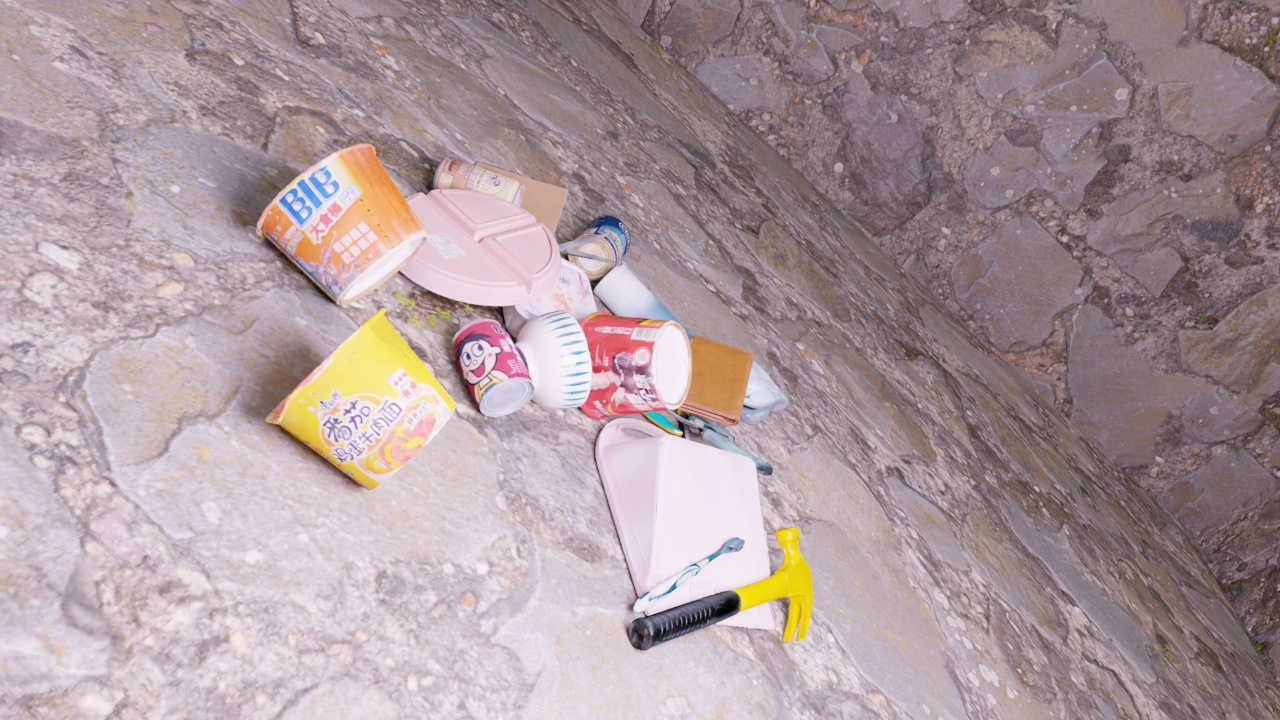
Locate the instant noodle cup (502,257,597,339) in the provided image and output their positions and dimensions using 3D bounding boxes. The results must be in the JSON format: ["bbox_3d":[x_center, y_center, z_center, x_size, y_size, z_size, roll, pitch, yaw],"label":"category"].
[{"bbox_3d":[-0.127,-0.075,1.206,0.138,0.060,0.173,24,31,-33],"label":"instant noodle cup"}]

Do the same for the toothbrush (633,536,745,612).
[{"bbox_3d":[0.057,0.229,0.991,0.191,0.018,0.016,-20,106,-47],"label":"toothbrush"}]

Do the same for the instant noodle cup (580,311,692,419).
[{"bbox_3d":[-0.007,0.007,1.130,0.137,0.109,0.138,1,89,-61],"label":"instant noodle cup"}]

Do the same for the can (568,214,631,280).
[{"bbox_3d":[-0.063,-0.176,1.428,0.075,0.075,0.111,40,27,-6],"label":"can"}]

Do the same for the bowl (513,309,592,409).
[{"bbox_3d":[-0.112,0.003,1.063,0.066,0.117,0.116,-11,55,-31],"label":"bowl"}]

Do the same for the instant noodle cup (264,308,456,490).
[{"bbox_3d":[-0.239,0.040,0.807,0.110,0.138,0.137,47,25,-12],"label":"instant noodle cup"}]

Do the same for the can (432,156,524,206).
[{"bbox_3d":[-0.224,-0.238,1.274,0.116,0.059,0.058,20,29,-1],"label":"can"}]

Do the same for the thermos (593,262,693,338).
[{"bbox_3d":[0.026,-0.047,1.373,0.220,0.070,0.070,46,26,6],"label":"thermos"}]

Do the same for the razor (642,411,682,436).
[{"bbox_3d":[0.007,0.056,1.233,0.132,0.028,0.043,47,1,16],"label":"razor"}]

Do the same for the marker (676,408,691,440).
[{"bbox_3d":[0.061,0.089,1.280,0.018,0.015,0.124,38,28,-31],"label":"marker"}]

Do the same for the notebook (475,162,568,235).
[{"bbox_3d":[-0.191,-0.232,1.352,0.149,0.012,0.211,17,31,-7],"label":"notebook"}]

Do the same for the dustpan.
[{"bbox_3d":[0.043,0.192,1.106,0.222,0.139,0.273,23,61,-39],"label":"dustpan"}]

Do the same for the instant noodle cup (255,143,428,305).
[{"bbox_3d":[-0.304,-0.137,0.962,0.111,0.152,0.151,50,26,-5],"label":"instant noodle cup"}]

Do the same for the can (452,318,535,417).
[{"bbox_3d":[-0.165,0.007,1.021,0.066,0.067,0.093,9,42,-49],"label":"can"}]

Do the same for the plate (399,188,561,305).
[{"bbox_3d":[-0.207,-0.150,1.151,0.229,0.028,0.229,13,39,-11],"label":"plate"}]

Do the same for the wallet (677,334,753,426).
[{"bbox_3d":[0.092,0.023,1.287,0.119,0.035,0.130,15,47,5],"label":"wallet"}]

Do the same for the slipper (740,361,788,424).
[{"bbox_3d":[0.168,0.049,1.429,0.104,0.074,0.245,52,11,18],"label":"slipper"}]

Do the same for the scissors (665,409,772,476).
[{"bbox_3d":[0.110,0.109,1.219,0.181,0.019,0.170,35,4,34],"label":"scissors"}]

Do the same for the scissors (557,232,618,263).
[{"bbox_3d":[-0.120,-0.162,1.321,0.159,0.014,0.180,37,47,25],"label":"scissors"}]

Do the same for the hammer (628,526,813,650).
[{"bbox_3d":[0.100,0.268,1.010,0.300,0.033,0.128,-1,76,-47],"label":"hammer"}]
